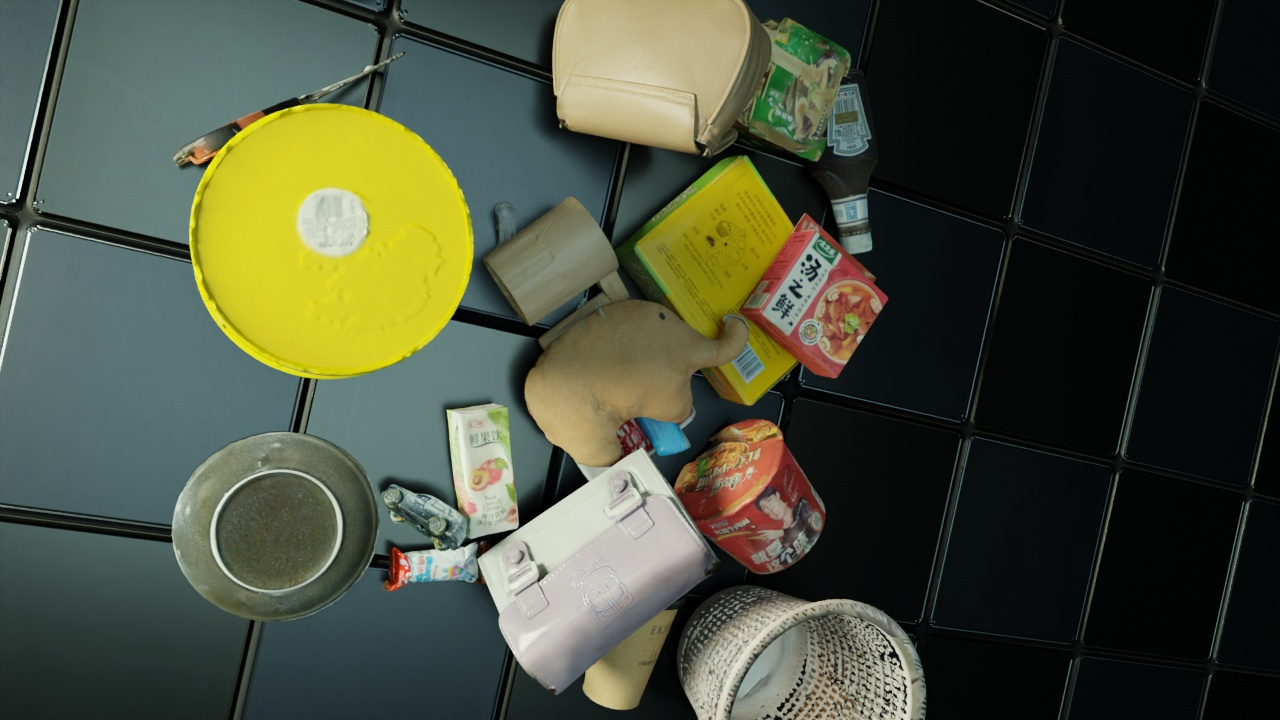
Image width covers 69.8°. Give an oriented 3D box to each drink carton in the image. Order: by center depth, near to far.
[{"bbox_3d":[-0.154,0.105,0.890,0.053,0.046,0.122,-9,99,-29],"label":"drink carton"}]

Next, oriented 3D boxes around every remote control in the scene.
[{"bbox_3d":[-0.005,0.077,0.956,0.135,0.020,0.056,-38,106,-14],"label":"remote control"}]

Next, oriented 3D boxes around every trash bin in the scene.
[{"bbox_3d":[-0.246,-0.088,0.731,0.229,0.255,0.229,-2,95,-20],"label":"trash bin"},{"bbox_3d":[0.140,0.328,0.935,0.227,0.192,0.227,-1,94,-20],"label":"trash bin"}]

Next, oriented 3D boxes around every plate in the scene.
[{"bbox_3d":[-0.331,0.155,0.841,0.179,0.024,0.179,-1,95,-19],"label":"plate"}]

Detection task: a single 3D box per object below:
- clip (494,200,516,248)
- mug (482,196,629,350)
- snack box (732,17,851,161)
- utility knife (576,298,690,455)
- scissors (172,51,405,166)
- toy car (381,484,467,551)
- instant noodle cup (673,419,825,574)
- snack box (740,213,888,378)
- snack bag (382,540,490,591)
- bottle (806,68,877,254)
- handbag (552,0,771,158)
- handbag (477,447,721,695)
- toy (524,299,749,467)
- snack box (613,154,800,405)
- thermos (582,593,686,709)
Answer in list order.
[{"bbox_3d":[-0.130,-0.127,0.896,0.024,0.026,0.056,-6,106,-18],"label":"clip"},{"bbox_3d":[-0.079,-0.080,0.889,0.103,0.084,0.125,-35,127,-9],"label":"mug"},{"bbox_3d":[0.127,-0.270,0.932,0.117,0.106,0.118,20,88,-22],"label":"snack box"},{"bbox_3d":[-0.012,0.018,0.936,0.034,0.018,0.187,-33,91,-11],"label":"utility knife"},{"bbox_3d":[-0.300,-0.209,0.769,0.227,0.188,0.015,-25,110,5],"label":"scissors"},{"bbox_3d":[-0.203,0.145,0.862,0.090,0.043,0.034,25,59,17],"label":"toy car"},{"bbox_3d":[0.119,0.147,0.951,0.137,0.138,0.108,-47,113,-11],"label":"instant noodle cup"},{"bbox_3d":[0.182,-0.066,0.925,0.113,0.044,0.127,37,80,-19],"label":"snack box"},{"bbox_3d":[-0.197,0.200,0.892,0.105,0.026,0.045,0,91,-22],"label":"snack bag"},{"bbox_3d":[0.222,-0.214,1.004,0.079,0.044,0.195,-14,100,-18],"label":"bottle"},{"bbox_3d":[0.016,-0.271,0.856,0.099,0.205,0.148,14,94,-62],"label":"handbag"},{"bbox_3d":[-0.040,0.193,0.862,0.197,0.145,0.098,-35,134,-2],"label":"handbag"},{"bbox_3d":[-0.005,0.005,0.885,0.226,0.082,0.143,-33,111,9],"label":"toy"},{"bbox_3d":[0.097,-0.082,0.954,0.157,0.070,0.210,-41,106,-13],"label":"snack box"},{"bbox_3d":[-0.011,0.276,0.936,0.093,0.093,0.143,13,97,-20],"label":"thermos"}]
